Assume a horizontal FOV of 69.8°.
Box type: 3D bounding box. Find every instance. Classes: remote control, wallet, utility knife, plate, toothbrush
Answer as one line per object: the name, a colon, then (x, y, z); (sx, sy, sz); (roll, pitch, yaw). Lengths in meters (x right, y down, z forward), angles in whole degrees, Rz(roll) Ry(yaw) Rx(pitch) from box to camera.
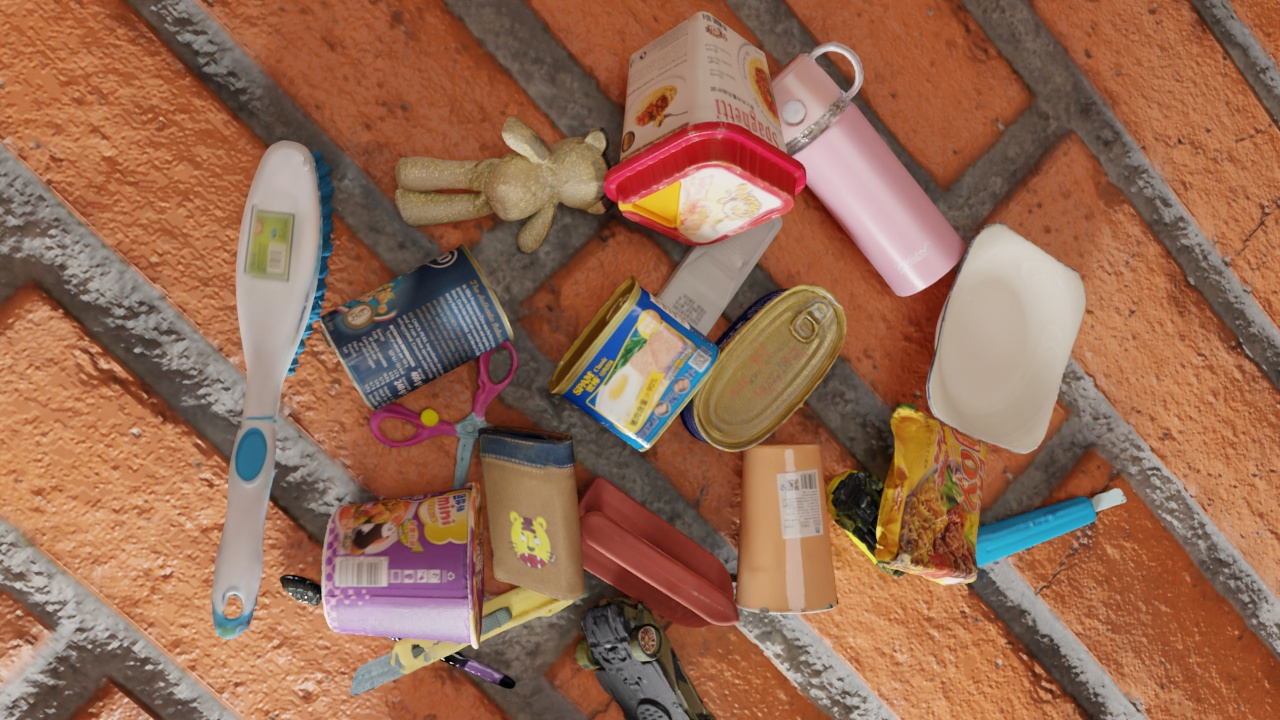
remote control: (0.060, -0.074, 0.709); (0.049, 0.024, 0.125); (36, 84, -11)
wallet: (-0.078, 0.105, 0.646); (0.033, 0.090, 0.115); (-18, 107, -48)
utility knife: (0.343, 0.141, 0.785); (0.182, 0.018, 0.034); (-15, 109, -14)
utility knife: (-0.124, 0.196, 0.671); (0.183, 0.019, 0.031); (-20, 92, -14)
plate: (0.288, -0.016, 0.743); (0.164, 0.034, 0.163); (21, 86, -33)
toothbrush: (-0.173, 0.199, 0.663); (0.189, 0.017, 0.014); (30, 90, -14)

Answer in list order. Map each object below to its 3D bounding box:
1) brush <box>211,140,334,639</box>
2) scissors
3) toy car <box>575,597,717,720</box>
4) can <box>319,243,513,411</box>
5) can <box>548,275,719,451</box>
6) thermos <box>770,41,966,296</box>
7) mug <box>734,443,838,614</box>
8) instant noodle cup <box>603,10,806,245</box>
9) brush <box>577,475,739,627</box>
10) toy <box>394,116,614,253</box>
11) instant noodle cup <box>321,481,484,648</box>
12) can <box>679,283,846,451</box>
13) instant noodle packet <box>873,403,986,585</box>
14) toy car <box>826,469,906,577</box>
brush: (-0.242, 0.009, 0.594); (0.060, 0.109, 0.314); (6, 89, -16)
scissors: (-0.127, 0.044, 0.672); (0.133, 0.017, 0.134); (15, 87, -18)
toy car: (0.009, 0.247, 0.684); (0.042, 0.070, 0.158); (-39, 103, -50)
can: (-0.154, -0.022, 0.632); (0.111, 0.075, 0.075); (-29, 98, -11)
can: (-0.004, 0.004, 0.671); (0.083, 0.057, 0.102); (37, 98, -15)
thermos: (0.174, -0.149, 0.707); (0.087, 0.067, 0.198); (-35, 101, 27)
mug: (0.109, 0.125, 0.701); (0.078, 0.078, 0.122); (-1, 87, -14)
instant noodle cup: (0.043, -0.162, 0.648); (0.116, 0.117, 0.124); (17, 63, -43)
brush: (0.010, 0.150, 0.678); (0.146, 0.069, 0.063); (36, 84, -12)
toy: (-0.097, -0.128, 0.656); (0.157, 0.066, 0.105); (-8, 125, -9)
instant noodle cup: (-0.158, 0.140, 0.624); (0.099, 0.111, 0.111); (-1, 91, -4)
can: (0.093, 0.005, 0.705); (0.074, 0.049, 0.148); (43, 81, -11)
instant noodle packet: (0.233, 0.107, 0.724); (0.110, 0.044, 0.128); (23, 70, -35)
toy car: (0.187, 0.131, 0.740); (0.105, 0.032, 0.048); (45, 73, -22)
